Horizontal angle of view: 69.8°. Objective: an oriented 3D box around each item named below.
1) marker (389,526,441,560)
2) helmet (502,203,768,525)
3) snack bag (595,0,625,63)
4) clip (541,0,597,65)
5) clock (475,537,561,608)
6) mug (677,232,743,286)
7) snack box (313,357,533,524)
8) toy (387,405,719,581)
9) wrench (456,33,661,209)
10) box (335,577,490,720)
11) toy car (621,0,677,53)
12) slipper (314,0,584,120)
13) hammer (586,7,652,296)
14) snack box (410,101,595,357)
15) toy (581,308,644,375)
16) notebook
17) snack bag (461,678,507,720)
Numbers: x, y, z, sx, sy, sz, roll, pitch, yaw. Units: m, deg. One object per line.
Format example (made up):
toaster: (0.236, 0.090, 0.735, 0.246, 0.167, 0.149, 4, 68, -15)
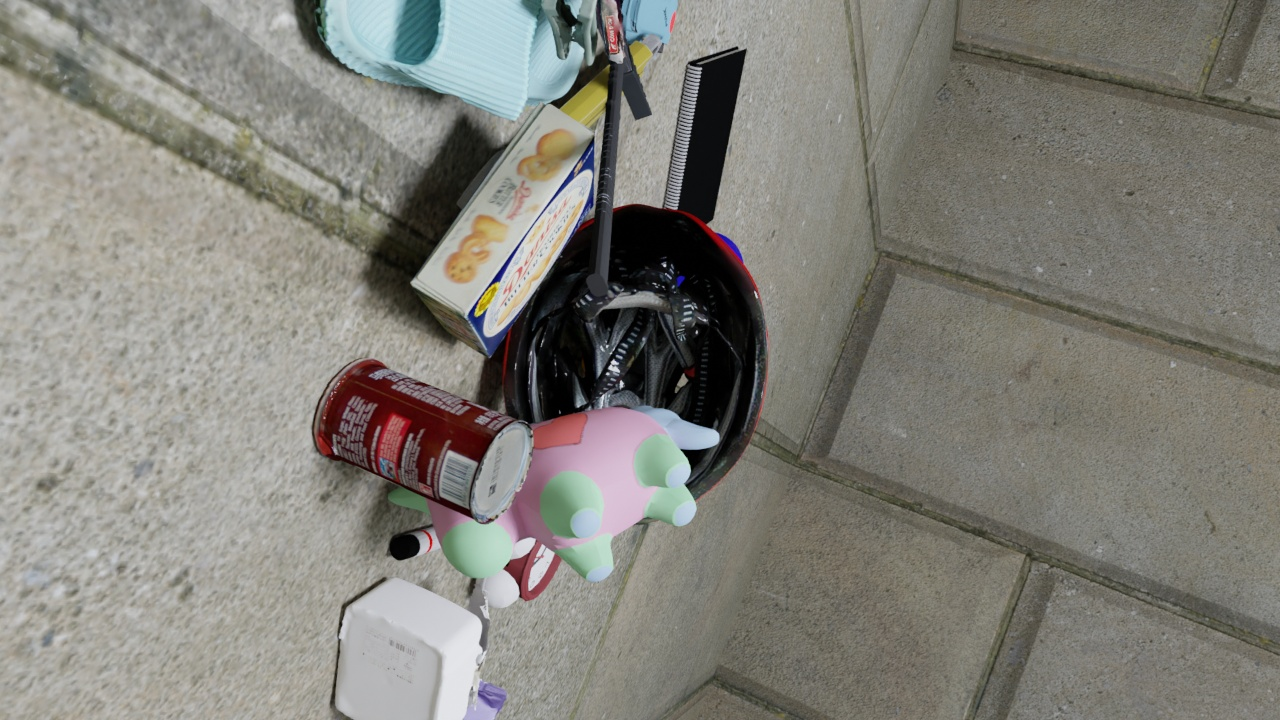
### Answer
marker: (-0.162, 0.146, 0.777, 0.145, 0.019, 0.019, 2, 107, -70)
helmet: (-0.005, 0.004, 0.780, 0.166, 0.217, 0.272, -90, -171, -77)
snack bag: (-0.028, -0.270, 0.595, 0.075, 0.018, 0.155, 81, -1, -52)
clip: (-0.040, -0.201, 0.551, 0.076, 0.047, 0.023, 81, 24, -85)
clock: (-0.116, 0.189, 0.902, 0.137, 0.048, 0.096, -9, 118, -70)
mug: (0.056, -0.090, 1.036, 0.111, 0.079, 0.083, -33, -176, 26)
snack box: (-0.137, 0.051, 0.587, 0.072, 0.121, 0.072, -55, 156, -39)
toy: (-0.061, 0.082, 0.680, 0.221, 0.171, 0.120, -28, 131, -22)
wrench: (-0.054, -0.181, 0.692, 0.272, 0.018, 0.084, -53, -179, -34)
box: (-0.161, 0.224, 0.734, 0.130, 0.103, 0.110, -37, 143, -62)
toy car: (0.013, -0.297, 0.790, 0.107, 0.027, 0.060, -26, 133, -64)
slipper: (-0.084, -0.207, 0.554, 0.275, 0.069, 0.116, -17, 122, -68)
hammer: (-0.016, -0.131, 0.569, 0.324, 0.015, 0.095, -89, 159, -52)
snack box: (-0.086, -0.082, 0.624, 0.144, 0.042, 0.145, -57, 178, -9)
toy: (-0.011, -0.005, 0.928, 0.119, 0.099, 0.097, 99, -20, -82)
notebook: (0.069, -0.237, 1.030, 0.148, 0.016, 0.207, -43, 148, -55)
snack bag: (-0.202, 0.344, 0.762, 0.204, 0.096, 0.059, -58, 180, -29)
